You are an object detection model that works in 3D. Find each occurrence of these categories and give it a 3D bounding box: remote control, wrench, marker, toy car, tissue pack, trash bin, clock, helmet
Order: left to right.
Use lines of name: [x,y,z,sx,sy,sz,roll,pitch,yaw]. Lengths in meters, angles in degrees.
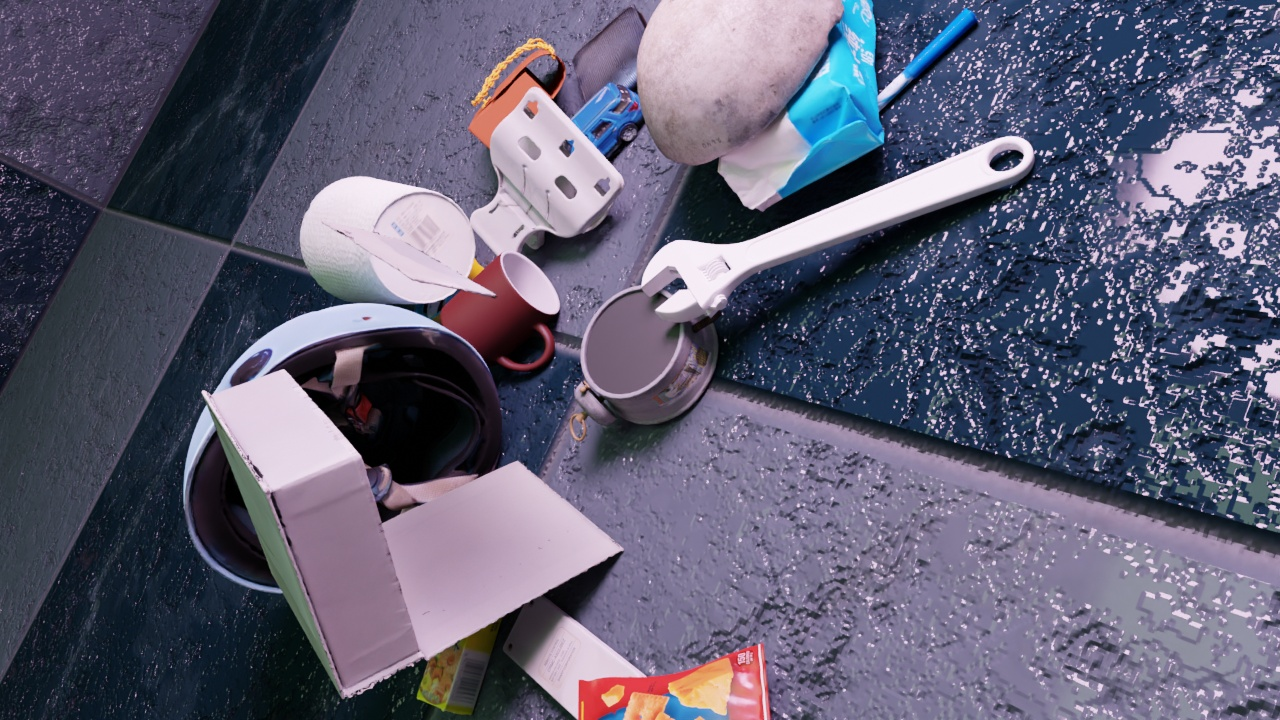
helmet: [-0.260,0.068,0.784,0.265,0.225,0.167,-39,36,-19]
trash bin: [-0.246,-0.115,0.907,0.161,0.133,0.133,14,77,53]
clock: [-0.196,-0.059,0.938,0.099,0.043,0.129,-33,40,27]
remote control: [-0.050,0.215,0.653,0.136,0.011,0.050,21,82,49]
toy car: [-0.048,-0.214,0.882,0.120,0.043,0.056,-45,43,16]
clock: [-0.004,0.004,0.699,0.148,0.056,0.104,-48,51,6]
tissue pack: [0.118,-0.214,0.691,0.117,0.066,0.208,-27,44,37]
wrench: [0.124,-0.089,0.621,0.274,0.018,0.066,-19,55,21]
marker: [0.185,-0.197,0.666,0.142,0.013,0.013,-43,43,18]

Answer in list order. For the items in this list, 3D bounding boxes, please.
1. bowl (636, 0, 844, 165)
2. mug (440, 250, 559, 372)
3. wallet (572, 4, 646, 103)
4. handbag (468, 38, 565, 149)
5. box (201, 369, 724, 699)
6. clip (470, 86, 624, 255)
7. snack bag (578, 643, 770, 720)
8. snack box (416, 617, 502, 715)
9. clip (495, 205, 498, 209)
bowl: [0.053,-0.237,0.665,0.179,0.081,0.178,-37,35,32]
mug: [-0.120,-0.033,0.834,0.083,0.073,0.105,-39,74,22]
wallet: [-0.025,-0.302,0.925,0.089,0.026,0.114,-37,46,21]
handbag: [-0.125,-0.276,0.937,0.109,0.060,0.171,-46,19,10]
box: [-0.123,0.124,0.687,0.167,0.379,0.172,30,105,49]
clip: [-0.092,-0.160,0.847,0.124,0.075,0.144,49,127,6]
snack bag: [0.019,0.246,0.545,0.144,0.039,0.130,-23,53,31]
snack box: [-0.133,0.201,0.729,0.040,0.029,0.147,0,67,44]
clip: [-0.124,-0.173,0.945,0.023,0.045,0.076,15,79,49]
